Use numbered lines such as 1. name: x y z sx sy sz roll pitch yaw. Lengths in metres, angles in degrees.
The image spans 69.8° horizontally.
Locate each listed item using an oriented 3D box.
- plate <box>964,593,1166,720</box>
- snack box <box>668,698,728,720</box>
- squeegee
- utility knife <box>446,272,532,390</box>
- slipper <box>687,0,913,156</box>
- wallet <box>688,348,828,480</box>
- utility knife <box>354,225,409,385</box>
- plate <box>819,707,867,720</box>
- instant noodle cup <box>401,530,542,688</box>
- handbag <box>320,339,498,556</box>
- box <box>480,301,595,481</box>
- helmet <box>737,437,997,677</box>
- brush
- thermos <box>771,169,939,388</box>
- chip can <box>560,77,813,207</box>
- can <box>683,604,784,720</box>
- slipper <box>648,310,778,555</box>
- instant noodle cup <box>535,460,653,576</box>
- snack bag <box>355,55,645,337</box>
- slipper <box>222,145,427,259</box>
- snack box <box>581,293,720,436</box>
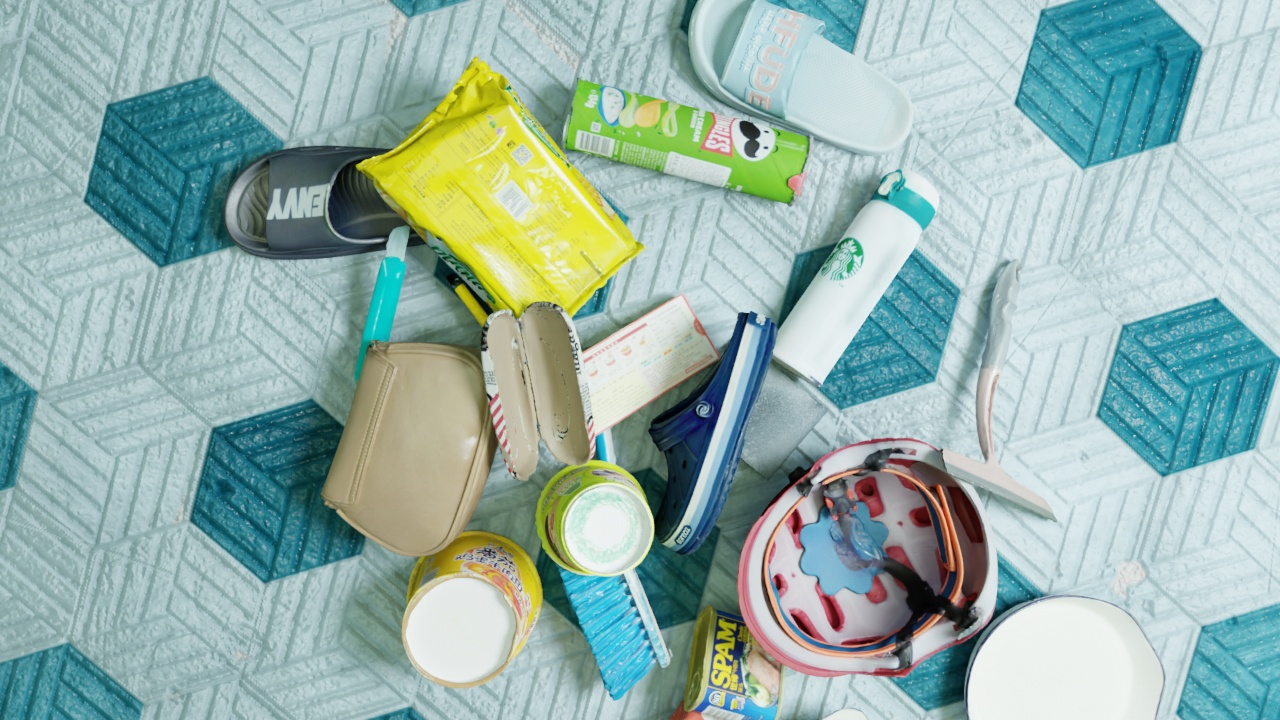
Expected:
1. plate: 0.431 0.337 0.948 0.205 0.045 0.205 0 93 -1
2. snack box: 0.064 0.386 0.916 0.080 0.091 0.082 36 91 3
3. squeegee: 0.355 0.016 0.912 0.247 0.040 0.249 24 70 -41
4. utility knife: -0.128 -0.006 0.917 0.015 0.033 0.202 -37 97 -4
5. slipper: 0.157 -0.277 0.890 0.245 0.074 0.104 27 93 -5
6. wallet: 0.115 0.049 0.935 0.121 0.019 0.097 40 89 -2
7. utility knife: -0.250 -0.046 0.891 0.029 0.013 0.183 12 112 -19
8. plate: 0.172 0.433 0.928 0.164 0.034 0.164 -30 114 -14
9. instant noodle cup: -0.166 0.244 0.888 0.138 0.110 0.138 0 93 -4
10. handbag: -0.213 0.079 0.887 0.148 0.099 0.204 19 92 4
11. box: -0.090 0.029 0.842 0.086 0.075 0.162 -6 106 16
12. helmet: 0.206 0.187 0.882 0.240 0.144 0.207 -25 87 3
13. brush: -0.041 0.174 0.921 0.109 0.060 0.314 -22 91 -6
14. thermos: 0.210 -0.084 0.904 0.073 0.073 0.224 34 91 -4
15. chip can: 0.044 -0.211 0.890 0.236 0.072 0.072 13 92 -2
16. can: 0.095 0.304 0.909 0.083 0.057 0.101 17 50 -5
17. slipper: 0.055 0.069 0.872 0.095 0.105 0.253 22 106 8
18. instant noodle cup: -0.037 0.148 0.836 0.111 0.123 0.111 1 85 -8
19. snack bag: -0.121 -0.139 0.856 0.158 0.068 0.246 -43 114 -1
20. slipper: -0.270 -0.159 0.877 0.268 0.083 0.110 -5 91 -3
21. snack box: -0.005 0.005 0.905 0.155 0.027 0.077 -31 92 -13
